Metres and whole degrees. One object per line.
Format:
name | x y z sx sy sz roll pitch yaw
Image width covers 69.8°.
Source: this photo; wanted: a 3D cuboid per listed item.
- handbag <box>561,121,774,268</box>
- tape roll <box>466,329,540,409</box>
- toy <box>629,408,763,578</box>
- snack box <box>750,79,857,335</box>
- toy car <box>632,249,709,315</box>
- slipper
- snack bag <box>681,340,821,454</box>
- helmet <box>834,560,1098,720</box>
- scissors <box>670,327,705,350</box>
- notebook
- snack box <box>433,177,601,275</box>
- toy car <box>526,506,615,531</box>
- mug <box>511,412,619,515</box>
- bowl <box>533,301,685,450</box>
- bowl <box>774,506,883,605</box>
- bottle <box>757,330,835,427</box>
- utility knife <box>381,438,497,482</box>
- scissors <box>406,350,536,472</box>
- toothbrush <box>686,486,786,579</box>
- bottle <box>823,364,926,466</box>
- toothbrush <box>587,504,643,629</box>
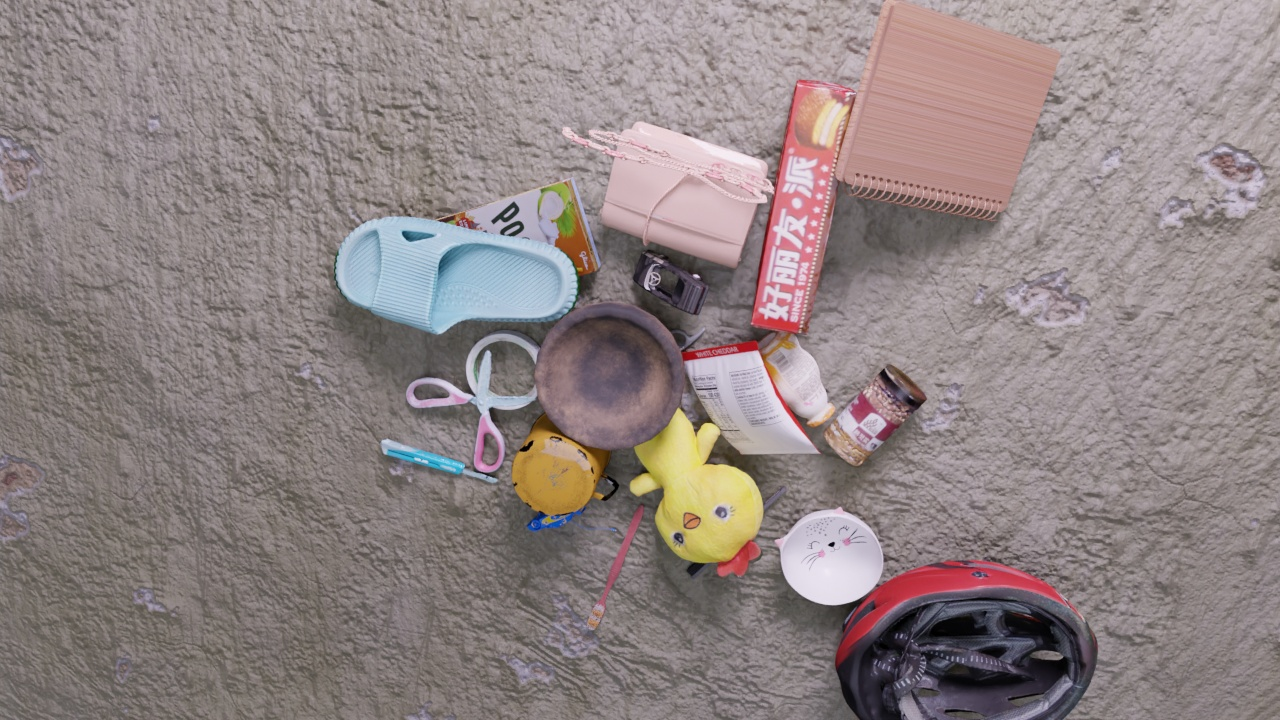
handbag | 0.020 -0.150 0.898 0.199 0.186 0.117 20 116 6
tape roll | -0.156 0.011 1.068 0.094 0.018 0.094 2 108 7
toy | 0.064 0.147 1.045 0.134 0.092 0.207 -36 90 29
snack box | 0.160 -0.155 0.913 0.060 0.113 0.237 10 109 6
toy car | 0.030 -0.083 0.983 0.092 0.037 0.040 34 115 32
slipper | -0.203 -0.089 0.982 0.276 0.069 0.116 6 106 6
snack bag | 0.113 0.047 0.993 0.131 0.039 0.144 -9 118 55
helmet | 0.353 0.321 1.013 0.272 0.166 0.217 -15 105 13
scissors | -0.010 -0.014 1.040 0.160 0.014 0.121 24 111 -3
notebook | 0.287 -0.225 0.857 0.210 0.022 0.169 3 111 -28
snack box | -0.148 -0.125 1.014 0.186 0.031 0.101 -14 105 13
toy car | -0.084 0.200 1.109 0.092 0.033 0.062 -31 94 17
mug | -0.081 0.123 1.053 0.123 0.094 0.101 33 110 -3
bowl | -0.030 0.011 1.004 0.162 0.070 0.162 2 107 7
bowl | 0.220 0.219 1.061 0.115 0.050 0.115 3 109 8
bottle | 0.166 0.021 0.997 0.063 0.063 0.109 -36 99 18
utility knife | -0.245 0.123 1.121 0.149 0.015 0.022 15 126 2
scissors | -0.204 0.055 1.078 0.175 0.013 0.171 19 124 11
toothbrush | 0.114 0.206 1.094 0.013 0.012 0.168 45 109 2
bottle | 0.254 0.060 1.000 0.056 0.056 0.105 39 110 -5
toothbrush | -0.030 0.256 1.132 0.015 0.015 0.185 24 109 7
